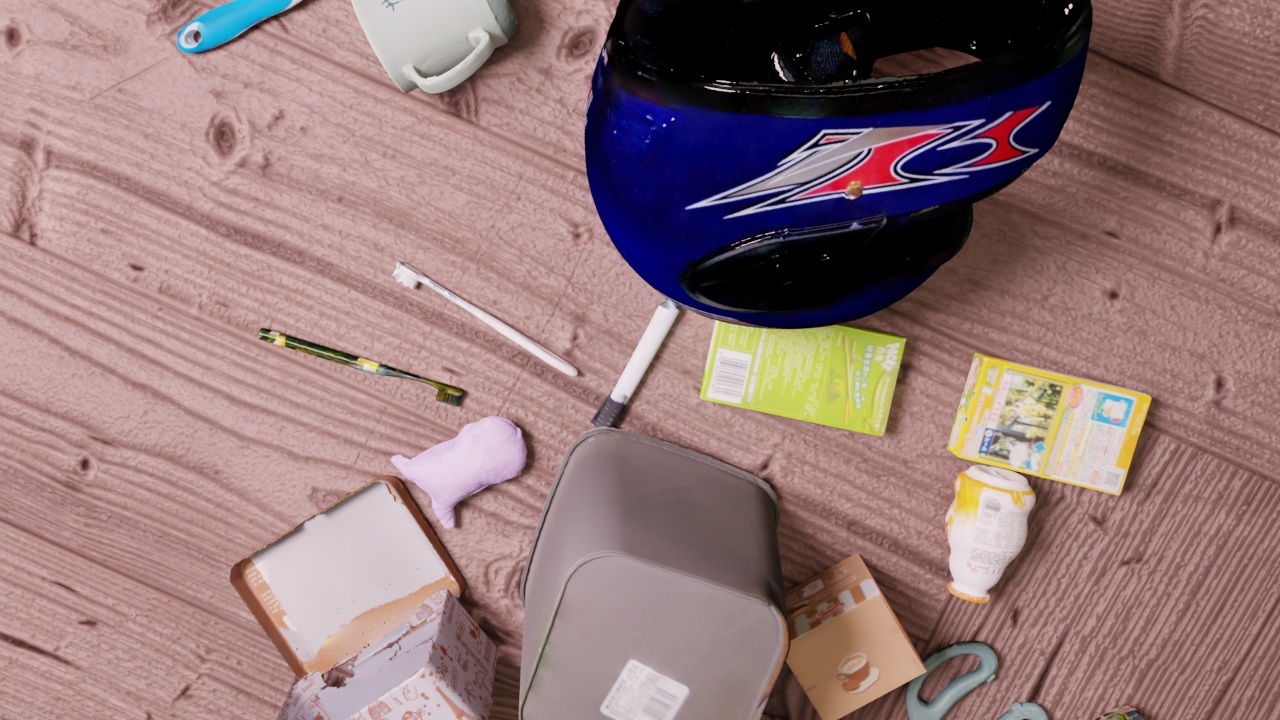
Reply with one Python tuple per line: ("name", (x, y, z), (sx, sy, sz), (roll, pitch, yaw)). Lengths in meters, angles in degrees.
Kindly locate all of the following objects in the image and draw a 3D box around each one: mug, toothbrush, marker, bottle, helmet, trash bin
("mug", (-0.152, -0.259, 0.709), (0.106, 0.082, 0.111), (-25, 64, 3))
("toothbrush", (-0.132, -0.032, 0.782), (0.180, 0.016, 0.016), (31, 106, -1))
("toothbrush", (-0.243, 0.006, 0.795), (0.186, 0.012, 0.017), (17, 109, 1))
("marker", (-0.005, 0.005, 0.778), (0.022, 0.018, 0.131), (29, 99, 7))
("bottle", (0.283, 0.144, 0.758), (0.063, 0.063, 0.108), (10, 99, 2))
("helmet", (0.121, -0.141, 0.637), (0.316, 0.246, 0.241), (0, 140, 10))
("trash bin", (0.007, 0.187, 0.695), (0.199, 0.219, 0.199), (19, 101, -4))

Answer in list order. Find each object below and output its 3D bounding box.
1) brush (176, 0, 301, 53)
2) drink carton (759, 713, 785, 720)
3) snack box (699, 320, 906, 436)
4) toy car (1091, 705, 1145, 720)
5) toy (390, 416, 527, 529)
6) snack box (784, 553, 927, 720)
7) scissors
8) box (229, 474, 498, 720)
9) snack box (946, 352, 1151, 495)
("brush", (-0.235, -0.317, 0.718), (0.314, 0.109, 0.060), (-25, 104, -2))
("drink carton", (0.069, 0.328, 0.800), (0.122, 0.053, 0.045), (14, 98, 2))
("snack box", (0.134, 0.006, 0.766), (0.156, 0.026, 0.086), (11, 98, 2))
("toy car", (0.394, 0.334, 0.791), (0.090, 0.035, 0.042), (-34, 93, 7))
("toy", (-0.146, 0.091, 0.787), (0.108, 0.039, 0.084), (-31, 109, 2))
("snack box", (0.167, 0.228, 0.760), (0.093, 0.094, 0.077), (-31, 95, 6))
("scissors", (0.259, 0.315, 0.806), (0.179, 0.019, 0.161), (-23, 97, 8))
("box", (-0.240, 0.239, 0.752), (0.180, 0.157, 0.217), (-31, 95, 7))
("snack box", (0.336, 0.052, 0.759), (0.140, 0.033, 0.087), (13, 98, 0))
